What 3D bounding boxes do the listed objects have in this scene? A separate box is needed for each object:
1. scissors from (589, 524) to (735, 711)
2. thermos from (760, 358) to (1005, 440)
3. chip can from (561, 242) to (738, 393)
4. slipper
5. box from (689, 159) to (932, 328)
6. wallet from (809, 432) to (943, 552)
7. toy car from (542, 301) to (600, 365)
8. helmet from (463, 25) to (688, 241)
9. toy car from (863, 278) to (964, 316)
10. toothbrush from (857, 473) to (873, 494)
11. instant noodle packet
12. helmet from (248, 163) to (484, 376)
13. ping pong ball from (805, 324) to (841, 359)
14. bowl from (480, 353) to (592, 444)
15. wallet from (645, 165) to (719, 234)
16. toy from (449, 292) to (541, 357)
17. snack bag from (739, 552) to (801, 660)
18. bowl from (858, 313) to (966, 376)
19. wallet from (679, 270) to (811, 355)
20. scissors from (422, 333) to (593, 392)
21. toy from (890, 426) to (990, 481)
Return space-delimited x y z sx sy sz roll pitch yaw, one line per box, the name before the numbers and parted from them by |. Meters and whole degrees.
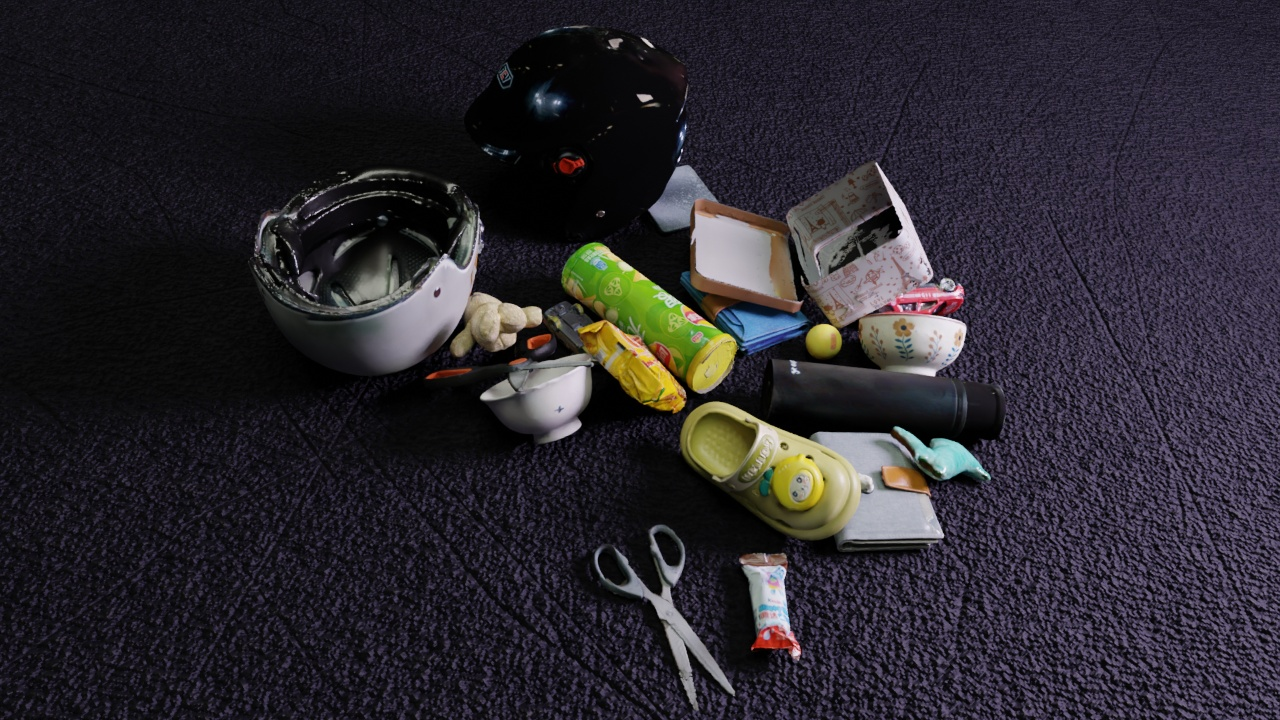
scissors | 0.019 0.218 0.805 0.166 0.014 0.162 16 49 8
thermos | 0.251 0.042 0.972 0.242 0.068 0.090 6 13 -3
chip can | 0.004 -0.053 1.024 0.072 0.073 0.221 -33 57 -32
slipper | 0.110 0.101 0.865 0.191 0.081 0.091 28 94 29
box | 0.193 -0.132 1.083 0.273 0.130 0.178 -7 39 7
wallet | 0.231 0.124 0.900 0.106 0.037 0.129 -1 46 -6
toy car | -0.067 -0.028 1.018 0.042 0.035 0.090 -34 64 -31
helmet | -0.071 -0.304 1.149 0.274 0.231 0.233 11 39 -29
toy car | 0.322 -0.065 1.084 0.120 0.053 0.045 -7 68 -4
toothbrush | 0.140 0.102 0.904 0.181 0.018 0.015 12 55 24
instant noodle packet | -0.005 0.005 0.926 0.111 0.128 0.044 43 95 15
helmet | -0.277 -0.082 0.967 0.230 0.157 0.273 -3 36 -6
ping pong ball | 0.207 -0.021 1.036 0.040 0.040 0.040 3 46 -3
bowl | -0.093 0.044 0.914 0.118 0.065 0.118 -20 11 4
wallet | 0.046 -0.215 1.227 0.097 0.019 0.120 -17 51 -18
toy | -0.156 -0.041 0.959 0.105 0.066 0.157 -31 11 -12
snack bag | 0.114 0.215 0.806 0.045 0.026 0.105 -1 44 -2
bowl | 0.296 -0.012 1.007 0.113 0.113 0.062 5 85 -1
wallet | 0.121 -0.069 1.078 0.106 0.040 0.133 -17 50 -27
scissors | -0.131 0.010 0.915 0.225 0.022 0.220 -12 13 14
toy | 0.299 0.096 0.920 0.096 0.030 0.091 40 26 27
